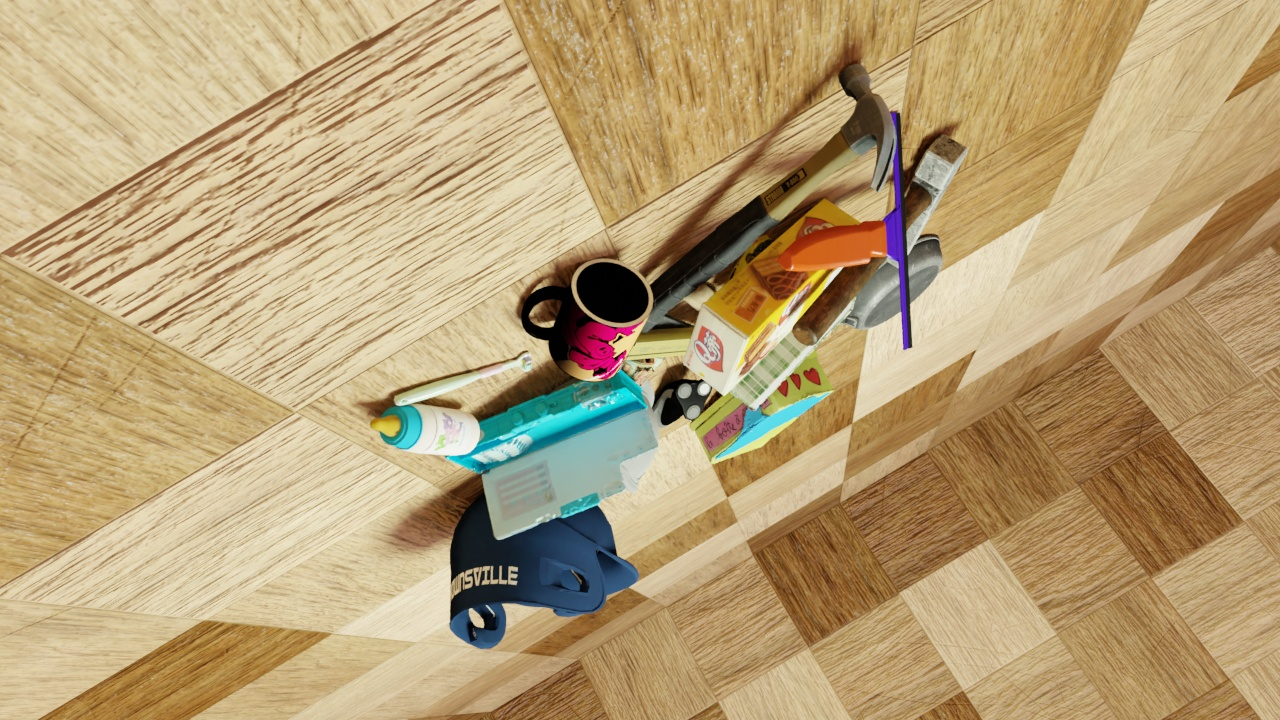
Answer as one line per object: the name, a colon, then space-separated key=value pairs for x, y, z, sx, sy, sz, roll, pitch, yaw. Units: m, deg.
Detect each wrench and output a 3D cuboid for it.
wrench: x=0.064 y=-0.021 z=1.076 sx=0.272 sy=0.018 sz=0.084 roll=-6 pitch=141 yaw=-41
wrench: x=0.073 y=-0.028 z=1.113 sx=0.073 sy=0.018 sz=0.272 roll=-43 pitch=152 yaw=18

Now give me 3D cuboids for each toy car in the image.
toy car: x=-0.007 y=0.007 z=1.098 sx=0.111 sy=0.047 sz=0.047 roll=0 pitch=141 yaw=-50
toy car: x=0.122 y=-0.096 z=1.052 sx=0.049 sy=0.030 sz=0.107 roll=-24 pitch=147 yaw=-51

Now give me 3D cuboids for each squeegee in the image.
squeegee: x=0.204 y=-0.115 z=0.926 sx=0.184 sy=0.250 sz=0.055 roll=-17 pitch=-164 yaw=-39

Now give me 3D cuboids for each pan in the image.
pan: x=0.298 y=-0.067 z=1.349 sx=0.356 sy=0.055 sz=0.187 roll=-33 pitch=159 yaw=-5

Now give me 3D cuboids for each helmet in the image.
helmet: x=-0.131 y=0.272 z=1.262 sx=0.233 sy=0.222 sz=0.272 roll=-29 pitch=133 yaw=35
helmet: x=-0.042 y=0.116 z=1.194 sx=0.183 sy=0.117 sz=0.271 roll=-31 pitch=156 yaw=1

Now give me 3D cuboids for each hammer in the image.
hammer: x=0.099 y=-0.058 z=1.140 sx=0.119 sy=0.030 sz=0.331 roll=-36 pitch=155 yaw=11
hammer: x=0.105 y=-0.131 z=0.887 sx=0.025 sy=0.117 sz=0.334 roll=14 pitch=138 yaw=-45
hammer: x=0.258 y=-0.101 z=1.066 sx=0.299 sy=0.037 sz=0.218 roll=-46 pitch=164 yaw=-27

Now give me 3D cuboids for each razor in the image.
razor: x=0.045 y=0.063 z=1.288 sx=0.057 sy=0.060 sz=0.156 roll=-7 pitch=169 yaw=-25

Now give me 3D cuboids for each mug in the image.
mug: x=-0.058 y=-0.041 z=0.905 sx=0.118 sy=0.081 sz=0.098 roll=8 pitch=145 yaw=-16

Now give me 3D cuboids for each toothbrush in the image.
toothbrush: x=-0.180 y=0.020 z=0.946 sx=0.154 sy=0.015 sz=0.022 roll=-18 pitch=121 yaw=-30

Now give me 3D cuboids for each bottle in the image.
bottle: x=-0.226 y=0.071 z=0.949 sx=0.051 sy=0.051 sz=0.146 roll=-38 pitch=157 yaw=17

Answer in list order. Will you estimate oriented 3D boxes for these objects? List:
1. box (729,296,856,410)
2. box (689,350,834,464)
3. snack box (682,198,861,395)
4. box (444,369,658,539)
box: x=0.203 y=-0.020 z=1.238 sx=0.205 sy=0.049 sz=0.117 roll=-46 pitch=169 yaw=5
box: x=0.185 y=0.072 z=1.418 sx=0.124 sy=0.081 sz=0.222 roll=-16 pitch=159 yaw=-31
snack box: x=0.148 y=-0.073 z=1.004 sx=0.229 sy=0.062 sz=0.110 roll=-41 pitch=161 yaw=-31
box: x=-0.097 y=0.111 z=1.046 sx=0.227 sy=0.121 sz=0.098 roll=-22 pitch=158 yaw=11
